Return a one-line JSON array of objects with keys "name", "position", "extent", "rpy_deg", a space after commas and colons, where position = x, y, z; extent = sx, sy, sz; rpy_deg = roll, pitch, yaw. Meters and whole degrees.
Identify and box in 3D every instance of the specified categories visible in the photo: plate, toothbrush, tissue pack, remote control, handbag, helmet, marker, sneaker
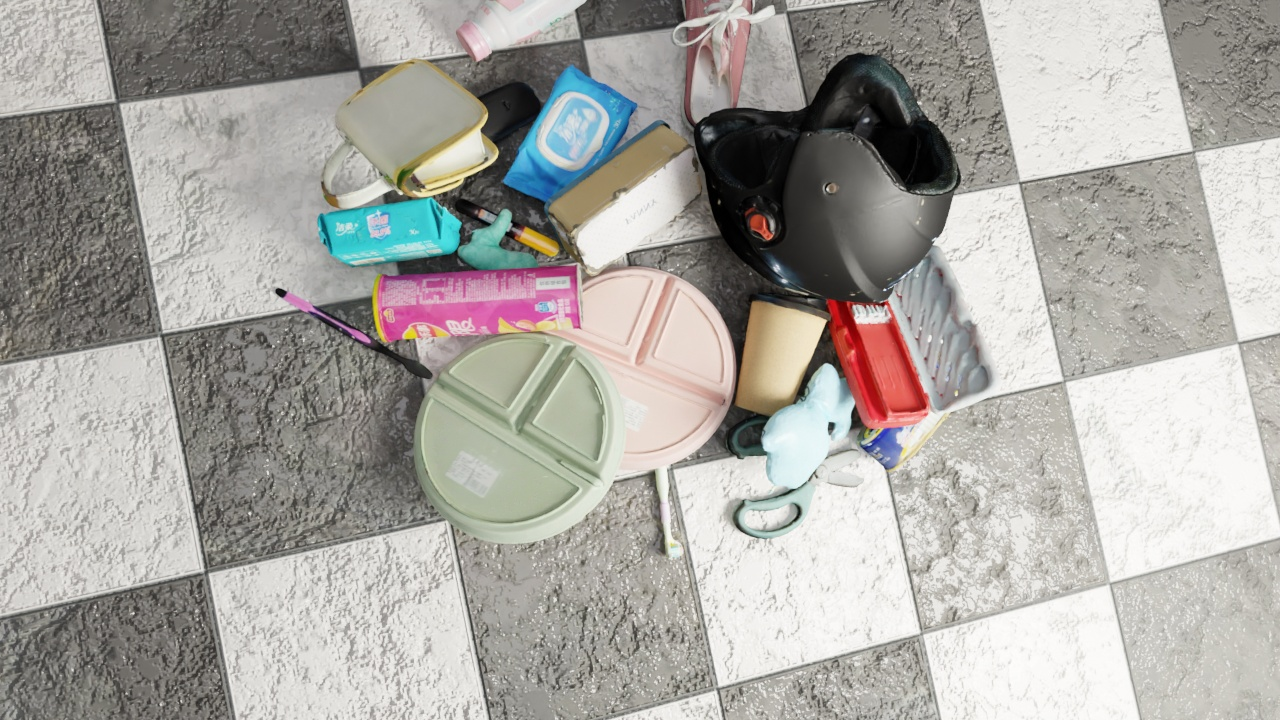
[{"name": "plate", "position": [-0.006, 0.006, 1.008], "extent": [0.229, 0.028, 0.229], "rpy_deg": [1, 83, -5]}, {"name": "toothbrush", "position": [-0.305, -0.028, 0.981], "extent": [0.189, 0.018, 0.014], "rpy_deg": [30, 81, -3]}, {"name": "tissue pack", "position": [-0.254, -0.132, 0.947], "extent": [0.133, 0.093, 0.050], "rpy_deg": [-8, 88, -3]}, {"name": "remote control", "position": [-0.173, -0.265, 1.012], "extent": [0.136, 0.024, 0.053], "rpy_deg": [-32, 90, -10]}, {"name": "tissue pack", "position": [-0.077, -0.242, 1.012], "extent": [0.095, 0.052, 0.157], "rpy_deg": [29, 82, -6]}, {"name": "handbag", "position": [-0.252, -0.217, 0.938], "extent": [0.178, 0.063, 0.163], "rpy_deg": [-36, 53, -15]}, {"name": "helmet", "position": [0.190, -0.180, 0.968], "extent": [0.275, 0.232, 0.231], "rpy_deg": [12, 127, 18]}, {"name": "marker", "position": [-0.147, -0.147, 1.014], "extent": [0.124, 0.015, 0.018], "rpy_deg": [25, 85, -4]}, {"name": "plate", "position": [-0.129, 0.073, 0.949], "extent": [0.230, 0.027, 0.229], "rpy_deg": [-3, 69, 9]}, {"name": "sneaker", "position": [0.089, -0.376, 1.032], "extent": [0.118, 0.088, 0.241], "rpy_deg": [6, 86, -9]}, {"name": "toothbrush", "position": [0.026, 0.124, 1.021], "extent": [0.020, 0.029, 0.189], "rpy_deg": [-10, 85, 30]}]

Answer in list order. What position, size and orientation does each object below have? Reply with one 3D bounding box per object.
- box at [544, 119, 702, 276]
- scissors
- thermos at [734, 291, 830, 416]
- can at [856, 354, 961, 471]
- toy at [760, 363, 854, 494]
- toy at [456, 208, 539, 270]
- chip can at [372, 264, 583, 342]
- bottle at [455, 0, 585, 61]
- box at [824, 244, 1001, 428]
[{"name": "box", "position": [-0.010, -0.179, 0.994], "extent": [0.184, 0.090, 0.063], "rpy_deg": [-39, 57, -13]}, {"name": "scissors", "position": [0.169, 0.115, 1.046], "extent": [0.176, 0.019, 0.172], "rpy_deg": [-25, 90, -9]}, {"name": "thermos", "position": [0.153, -0.011, 1.020], "extent": [0.093, 0.093, 0.143], "rpy_deg": [14, 91, -8]}, {"name": "can", "position": [0.311, 0.055, 1.045], "extent": [0.049, 0.075, 0.148], "rpy_deg": [41, 82, -2]}, {"name": "toy", "position": [0.181, 0.077, 0.996], "extent": [0.161, 0.050, 0.156], "rpy_deg": [26, 81, -48]}, {"name": "toy", "position": [-0.152, -0.113, 1.000], "extent": [0.092, 0.030, 0.096], "rpy_deg": [30, 94, -7]}, {"name": "chip can", "position": [-0.166, -0.060, 0.960], "extent": [0.210, 0.071, 0.071], "rpy_deg": [-3, 86, -2]}, {"name": "bottle", "position": [-0.113, -0.402, 1.012], "extent": [0.196, 0.068, 0.068], "rpy_deg": [-38, 93, -7]}, {"name": "box", "position": [0.291, -0.027, 1.016], "extent": [0.160, 0.063, 0.200], "rpy_deg": [-15, 59, 5]}]
